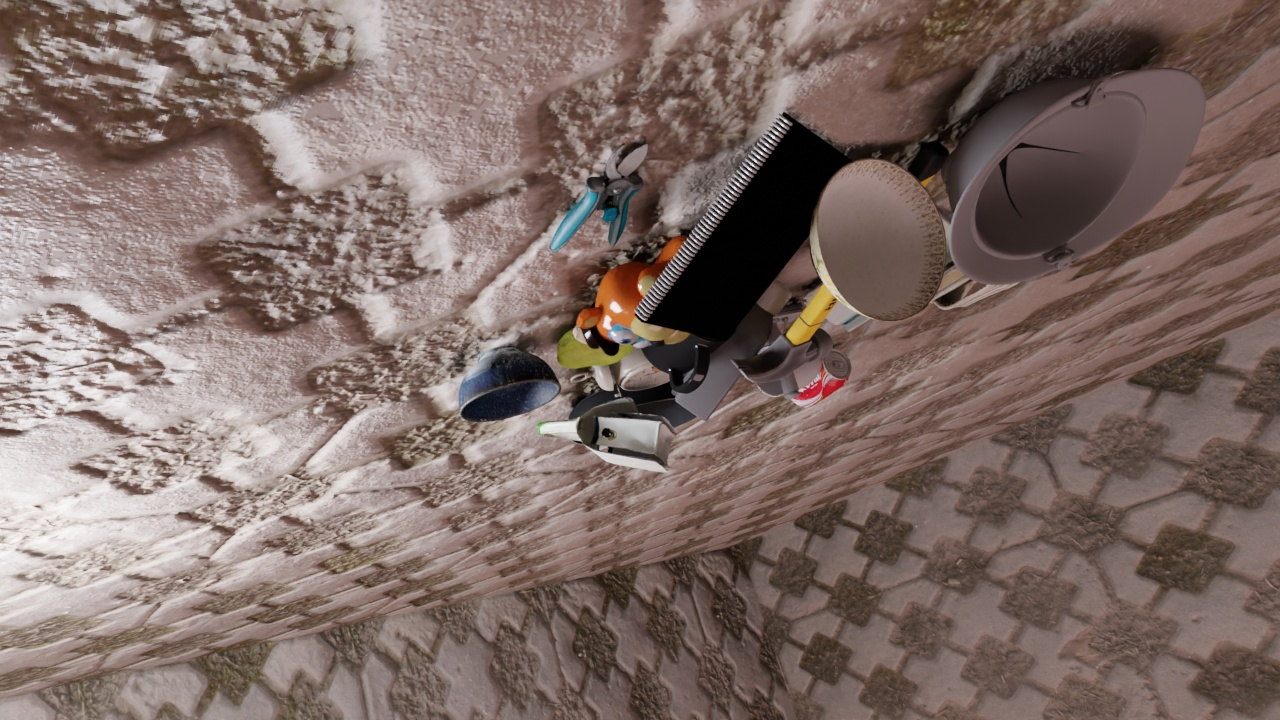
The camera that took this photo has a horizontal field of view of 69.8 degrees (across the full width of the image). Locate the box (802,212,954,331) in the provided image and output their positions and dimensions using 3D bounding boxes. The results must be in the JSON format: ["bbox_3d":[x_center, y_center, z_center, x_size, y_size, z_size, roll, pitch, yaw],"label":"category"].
[{"bbox_3d":[0.302,-0.109,1.092,0.126,0.074,0.198,22,138,-33],"label":"box"}]

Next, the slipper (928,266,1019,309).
[{"bbox_3d":[0.426,-0.107,1.115,0.271,0.054,0.115,-20,172,-47],"label":"slipper"}]

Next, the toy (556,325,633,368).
[{"bbox_3d":[-0.044,-0.027,1.004,0.092,0.043,0.118,-6,156,-21],"label":"toy"}]

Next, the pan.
[{"bbox_3d":[0.037,0.045,1.252,0.203,0.044,0.357,-2,159,-36],"label":"pan"}]

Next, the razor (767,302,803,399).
[{"bbox_3d":[0.172,-0.009,1.137,0.088,0.116,0.047,-12,168,-17],"label":"razor"}]

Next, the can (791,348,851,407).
[{"bbox_3d":[0.274,0.026,1.415,0.064,0.064,0.105,-8,159,-28],"label":"can"}]

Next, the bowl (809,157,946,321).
[{"bbox_3d":[0.201,-0.103,0.830,0.145,0.145,0.063,-9,177,-25],"label":"bowl"}]

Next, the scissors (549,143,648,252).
[{"bbox_3d":[-0.032,-0.128,0.762,0.124,0.019,0.155,-23,159,12],"label":"scissors"}]

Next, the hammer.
[{"bbox_3d":[0.209,-0.090,0.944,0.169,0.034,0.326,-19,151,-42],"label":"hammer"}]

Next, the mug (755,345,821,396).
[{"bbox_3d":[0.201,0.008,1.314,0.089,0.071,0.107,-12,-169,-44],"label":"mug"}]

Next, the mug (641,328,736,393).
[{"bbox_3d":[0.052,-0.021,0.998,0.078,0.113,0.088,12,150,-24],"label":"mug"}]

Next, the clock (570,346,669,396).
[{"bbox_3d":[-0.007,0.006,1.103,0.156,0.061,0.103,-17,162,-10],"label":"clock"}]

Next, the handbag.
[{"bbox_3d":[-0.045,0.088,1.164,0.176,0.074,0.151,8,168,11],"label":"handbag"}]

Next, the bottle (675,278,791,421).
[{"bbox_3d":[0.111,-0.018,1.065,0.174,0.046,0.083,-55,-179,18],"label":"bottle"}]

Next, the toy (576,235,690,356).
[{"bbox_3d":[0.014,-0.062,0.897,0.176,0.096,0.112,-16,165,34],"label":"toy"}]

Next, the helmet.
[{"bbox_3d":[0.355,-0.183,0.821,0.270,0.117,0.184,-23,133,-13],"label":"helmet"}]

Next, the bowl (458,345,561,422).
[{"bbox_3d":[-0.151,0.020,1.013,0.114,0.060,0.114,-17,163,-6],"label":"bowl"}]

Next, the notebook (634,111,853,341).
[{"bbox_3d":[0.097,-0.108,0.810,0.148,0.016,0.207,9,123,-54],"label":"notebook"}]
